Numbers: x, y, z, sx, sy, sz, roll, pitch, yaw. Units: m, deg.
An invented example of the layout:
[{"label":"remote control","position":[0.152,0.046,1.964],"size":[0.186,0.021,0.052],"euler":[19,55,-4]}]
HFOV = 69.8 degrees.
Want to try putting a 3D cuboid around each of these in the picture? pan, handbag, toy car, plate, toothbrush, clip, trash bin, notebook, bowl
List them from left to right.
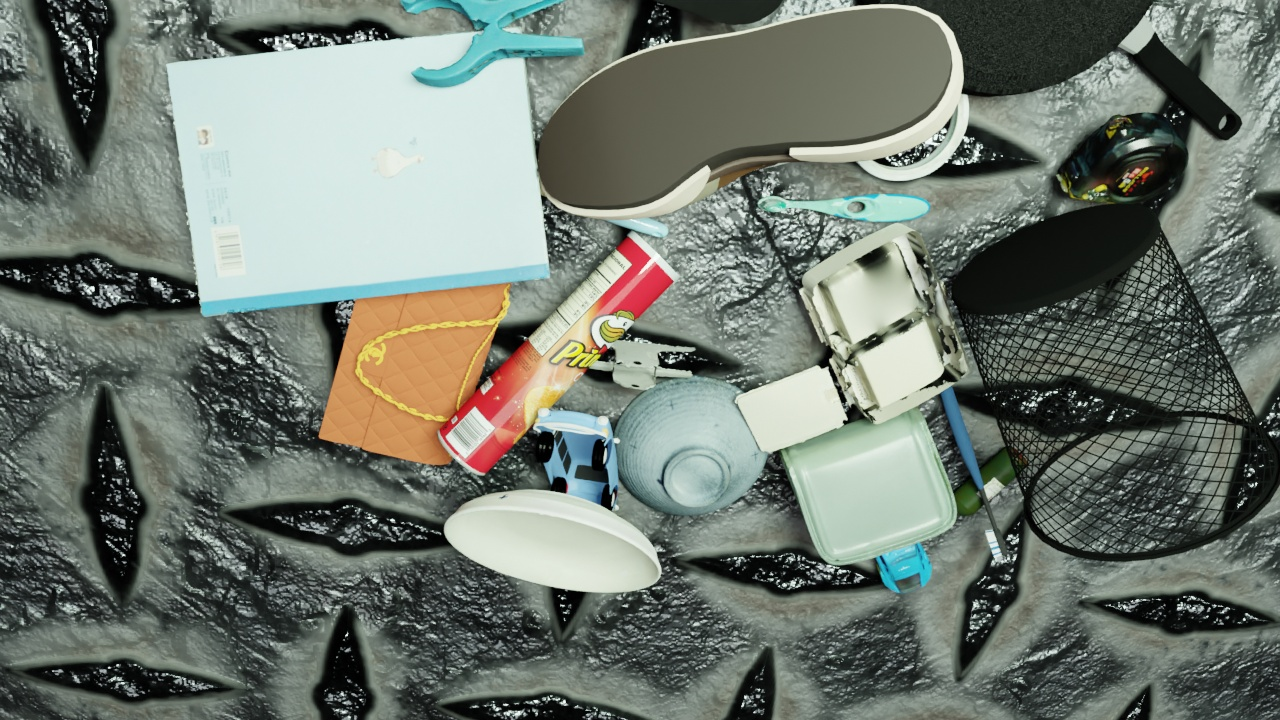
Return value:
[{"label":"notebook","position":[-0.200,-0.133,0.653],"size":[0.253,0.009,0.181],"euler":[-6,94,0]},{"label":"handbag","position":[-0.175,-0.004,0.719],"size":[0.109,0.060,0.172],"euler":[17,112,-14]},{"label":"clip","position":[-0.102,-0.209,0.632],"size":[0.130,0.030,0.120],"euler":[9,90,-1]},{"label":"plate","position":[-0.070,0.147,0.765],"size":[0.182,0.034,0.183],"euler":[9,149,5]},{"label":"toothbrush","position":[-0.052,-0.121,0.694],"size":[0.155,0.016,0.022],"euler":[16,144,-9]},{"label":"toy car","position":[-0.046,0.077,0.731],"size":[0.056,0.054,0.154],"euler":[8,150,7]},{"label":"clip","position":[-0.003,-0.005,0.730],"size":[0.102,0.059,0.052],"euler":[5,95,-6]},{"label":"bowl","position":[0.045,0.086,0.769],"size":[0.137,0.057,0.137],"euler":[-1,114,-2]},{"label":"toothbrush","position":[0.158,-0.118,0.705],"size":[0.135,0.017,0.022],"euler":[1,111,-3]},{"label":"handbag","position":[0.192,0.103,0.776],"size":[0.122,0.067,0.106],"euler":[-20,95,5]},{"label":"toy car","position":[0.230,0.168,0.829],"size":[0.048,0.032,0.105],"euler":[-22,112,7]},{"label":"toothbrush","position":[0.284,0.093,0.787],"size":[0.014,0.014,0.168],"euler":[-19,99,18]},{"label":"pan","position":[0.311,-0.261,0.637],"size":[0.356,0.034,0.226],"euler":[32,104,-17]},{"label":"trash bin","position":[0.345,0.009,0.691],"size":[0.184,0.184,0.210],"euler":[-28,107,9]}]

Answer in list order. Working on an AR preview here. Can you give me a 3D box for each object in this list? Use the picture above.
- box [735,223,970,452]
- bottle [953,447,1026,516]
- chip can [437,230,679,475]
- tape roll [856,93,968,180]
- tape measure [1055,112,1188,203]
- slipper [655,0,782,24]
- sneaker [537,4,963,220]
[{"label":"box","position":[0.156,-0.010,0.732],"size":[0.184,0.044,0.143],"euler":[-27,115,1]},{"label":"bottle","position":[0.296,0.118,0.813],"size":[0.025,0.025,0.106],"euler":[38,107,-17]},{"label":"chip can","position":[-0.064,-0.004,0.702],"size":[0.215,0.052,0.052],"euler":[-45,109,3]},{"label":"tape roll","position":[0.196,-0.181,0.682],"size":[0.093,0.013,0.093],"euler":[-1,113,-3]},{"label":"tape measure","position":[0.362,-0.149,0.680],"size":[0.072,0.042,0.072],"euler":[12,138,-13]},{"label":"slipper","position":[-0.018,-0.310,0.586],"size":[0.265,0.083,0.109],"euler":[24,150,1]},{"label":"sneaker","position":[0.073,-0.163,0.645],"size":[0.294,0.116,0.111],"euler":[-12,82,23]}]
